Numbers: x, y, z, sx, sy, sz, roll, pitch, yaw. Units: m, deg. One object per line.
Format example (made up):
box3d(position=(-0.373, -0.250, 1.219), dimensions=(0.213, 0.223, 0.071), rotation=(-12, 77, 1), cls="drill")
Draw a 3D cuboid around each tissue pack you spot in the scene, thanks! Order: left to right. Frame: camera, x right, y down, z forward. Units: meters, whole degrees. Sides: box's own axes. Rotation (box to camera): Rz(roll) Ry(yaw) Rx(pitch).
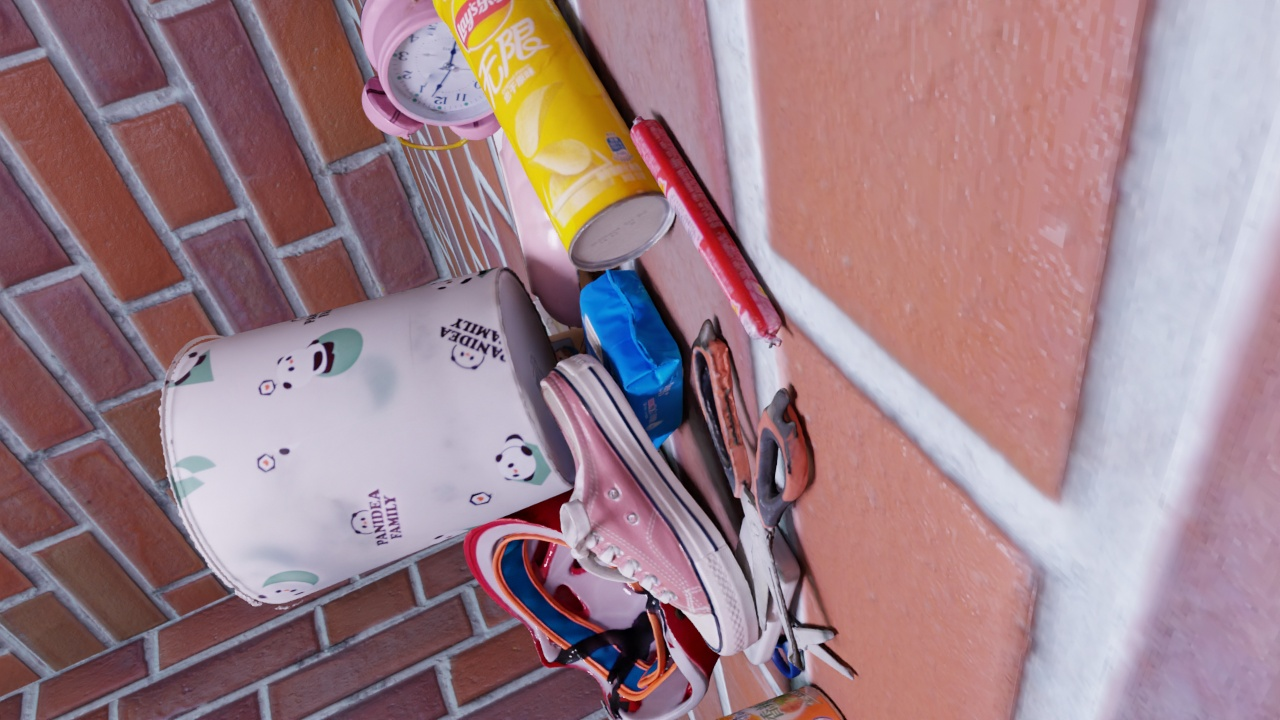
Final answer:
box3d(position=(-0.004, 0.004, 0.692), dimensions=(0.157, 0.052, 0.095), rotation=(88, 157, -61), cls="tissue pack")

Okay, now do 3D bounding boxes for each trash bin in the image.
box3d(position=(-0.195, 0.049, 0.730), dimensions=(0.229, 0.252, 0.229), rotation=(-17, -91, -85), cls="trash bin")

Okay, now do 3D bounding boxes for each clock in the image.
box3d(position=(-0.149, -0.219, 0.692), dimensions=(0.159, 0.117, 0.059), rotation=(121, 139, -51), cls="clock")

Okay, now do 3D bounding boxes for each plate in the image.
box3d(position=(-0.086, -0.118, 0.769), dimensions=(0.192, 0.039, 0.192), rotation=(165, 91, -84), cls="plate")

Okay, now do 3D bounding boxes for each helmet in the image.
box3d(position=(-0.021, 0.188, 0.805), dimensions=(0.240, 0.143, 0.207), rotation=(33, 138, 16), cls="helmet")

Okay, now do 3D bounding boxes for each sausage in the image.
box3d(position=(0.032, -0.069, 0.473), dimensions=(0.155, 0.020, 0.020), rotation=(62, 168, 21), cls="sausage")

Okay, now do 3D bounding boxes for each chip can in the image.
box3d(position=(-0.056, -0.160, 0.564), dimensions=(0.213, 0.072, 0.072), rotation=(61, 167, 19), cls="chip can")

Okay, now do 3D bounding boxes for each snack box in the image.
box3d(position=(-0.086, 0.004, 1.109), dimensions=(0.156, 0.027, 0.085), rotation=(60, 166, 28), cls="snack box")

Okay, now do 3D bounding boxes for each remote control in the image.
box3d(position=(0.083, 0.161, 0.644), dimensions=(0.136, 0.020, 0.056), rotation=(94, 154, -46), cls="remote control")

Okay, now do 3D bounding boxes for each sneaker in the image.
box3d(position=(-0.010, 0.114, 0.640), dimensions=(0.241, 0.087, 0.118), rotation=(57, 164, -4), cls="sneaker")

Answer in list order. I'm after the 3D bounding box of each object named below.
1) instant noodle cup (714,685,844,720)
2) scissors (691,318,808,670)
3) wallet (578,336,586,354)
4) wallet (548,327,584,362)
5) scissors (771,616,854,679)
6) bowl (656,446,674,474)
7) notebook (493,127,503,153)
box3d(position=(0.104, 0.317, 0.665), dimensions=(0.151, 0.111, 0.151), rotation=(61, 167, 24), cls="instant noodle cup")
box3d(position=(0.070, 0.081, 0.554), dimensions=(0.225, 0.015, 0.189), rotation=(100, 148, -58), cls="scissors")
box3d(position=(-0.034, 0.034, 0.800), dimensions=(0.115, 0.020, 0.101), rotation=(69, -154, -47), cls="wallet")
box3d(position=(-0.069, 0.015, 0.859), dimensions=(0.024, 0.114, 0.087), rotation=(-39, 75, 47), cls="wallet")
box3d(position=(0.107, 0.189, 0.658), dimensions=(0.170, 0.012, 0.144), rotation=(86, 158, -52), cls="scissors")
box3d(position=(-0.006, 0.126, 0.899), dimensions=(0.116, 0.066, 0.117), rotation=(61, 167, 24), cls="bowl")
box3d(position=(-0.129, -0.225, 0.897), dimensions=(0.150, 0.012, 0.209), rotation=(57, 165, 37), cls="notebook")
